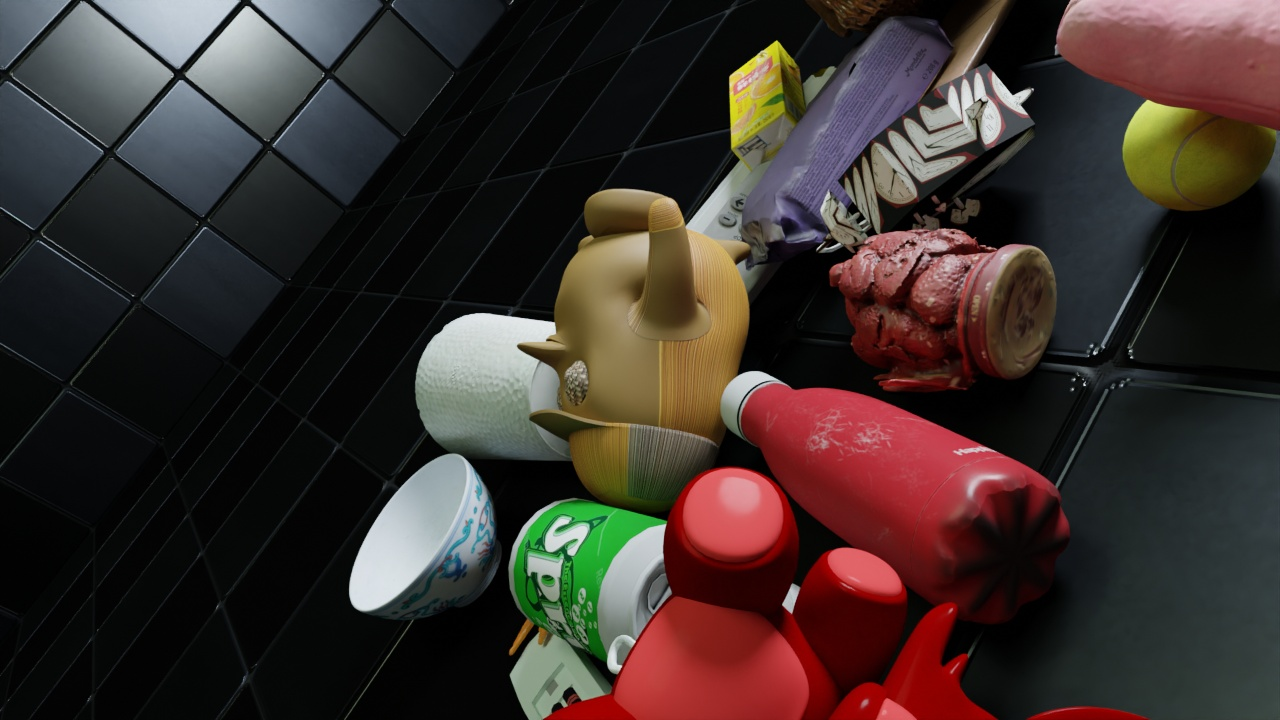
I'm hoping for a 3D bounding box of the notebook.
[{"bbox_3d":[0.238,-0.239,0.689,0.208,0.008,0.141,-57,7,-15],"label":"notebook"}]

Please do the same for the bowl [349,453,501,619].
[{"bbox_3d":[-0.164,0.158,0.758,0.144,0.074,0.143,-36,30,24],"label":"bowl"}]

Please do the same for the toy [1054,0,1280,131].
[{"bbox_3d":[0.300,-0.128,0.382,0.237,0.097,0.191,14,55,28],"label":"toy"}]

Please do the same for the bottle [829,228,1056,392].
[{"bbox_3d":[0.160,-0.025,0.511,0.111,0.099,0.098,15,67,49],"label":"bottle"}]

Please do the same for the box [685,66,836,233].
[{"bbox_3d":[0.117,-0.177,0.821,0.209,0.033,0.064,-52,30,-3],"label":"box"}]

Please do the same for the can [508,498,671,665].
[{"bbox_3d":[-0.015,0.135,0.556,0.140,0.088,0.087,1,55,56],"label":"can"}]

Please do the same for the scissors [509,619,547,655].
[{"bbox_3d":[-0.054,0.155,0.656,0.097,0.012,0.132,-35,22,22],"label":"scissors"}]

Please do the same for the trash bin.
[{"bbox_3d":[-0.094,0.025,0.777,0.162,0.133,0.133,2,56,50],"label":"trash bin"}]

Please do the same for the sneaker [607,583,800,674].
[{"bbox_3d":[0.003,0.203,0.442,0.090,0.090,0.241,5,60,56],"label":"sneaker"}]

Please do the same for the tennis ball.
[{"bbox_3d":[0.278,-0.108,0.459,0.065,0.065,0.065,-35,30,24],"label":"tennis ball"}]

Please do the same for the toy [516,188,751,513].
[{"bbox_3d":[-0.004,0.004,0.633,0.199,0.162,0.203,115,159,-72],"label":"toy"}]

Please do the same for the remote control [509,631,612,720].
[{"bbox_3d":[-0.048,0.211,0.575,0.049,0.024,0.143,-53,27,-7],"label":"remote control"}]

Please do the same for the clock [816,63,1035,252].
[{"bbox_3d":[0.177,-0.108,0.581,0.114,0.065,0.155,-23,-15,-46],"label":"clock"}]

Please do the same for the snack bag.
[{"bbox_3d":[0.143,-0.160,0.679,0.205,0.058,0.096,-55,7,-7],"label":"snack bag"}]

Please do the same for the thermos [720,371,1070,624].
[{"bbox_3d":[0.112,0.053,0.491,0.073,0.073,0.240,-51,26,-3],"label":"thermos"}]

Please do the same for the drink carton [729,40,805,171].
[{"bbox_3d":[0.111,-0.225,0.812,0.059,0.043,0.134,-31,34,30],"label":"drink carton"}]

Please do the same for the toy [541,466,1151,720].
[{"bbox_3d":[0.072,0.150,0.338,0.197,0.121,0.158,28,72,19],"label":"toy"}]

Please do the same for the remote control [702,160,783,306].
[{"bbox_3d":[0.085,-0.098,0.747,0.074,0.019,0.151,33,82,37],"label":"remote control"}]

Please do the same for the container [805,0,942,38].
[{"bbox_3d":[0.199,-0.360,0.712,0.184,0.162,0.249,-45,-8,28],"label":"container"}]
